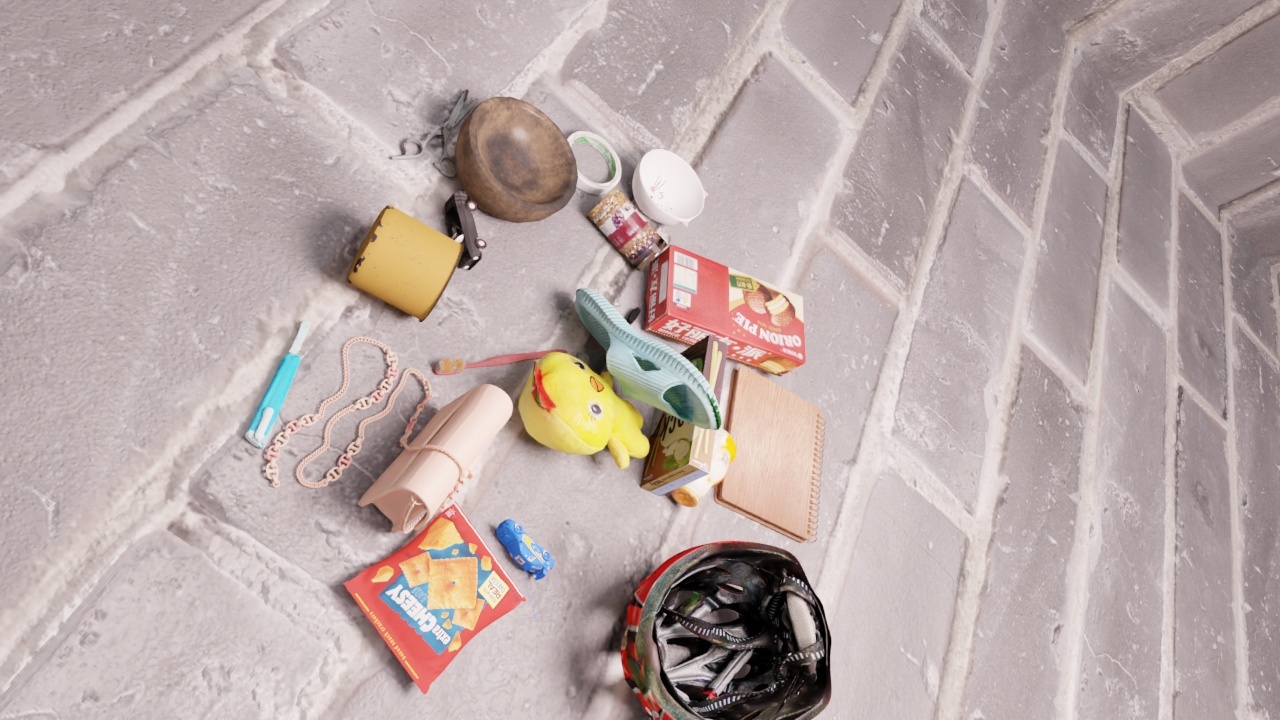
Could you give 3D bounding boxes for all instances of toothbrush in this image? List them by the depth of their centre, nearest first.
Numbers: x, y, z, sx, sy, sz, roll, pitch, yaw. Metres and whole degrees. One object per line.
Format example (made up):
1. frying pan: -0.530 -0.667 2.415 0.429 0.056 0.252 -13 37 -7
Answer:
1. toothbrush: -0.160 -0.002 1.088 0.184 0.016 0.015 -8 67 -41
2. toothbrush: -0.039 -0.014 1.187 0.013 0.013 0.166 42 52 -13

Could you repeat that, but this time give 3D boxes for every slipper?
1. slipper: -0.006 0.006 1.091 0.069 0.116 0.276 -41 53 -11

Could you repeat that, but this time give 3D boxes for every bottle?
1. bottle: 0.078 0.136 1.167 0.063 0.063 0.108 43 52 -12
2. bottle: -0.018 -0.180 1.255 0.105 0.056 0.056 47 48 -8

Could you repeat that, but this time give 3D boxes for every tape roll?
1. tape roll: -0.070 -0.278 1.291 0.093 0.018 0.093 17 58 -30

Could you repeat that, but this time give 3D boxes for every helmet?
1. helmet: 0.088 0.314 1.013 0.271 0.167 0.217 3 66 -36

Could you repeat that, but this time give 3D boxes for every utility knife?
1. utility knife: -0.359 0.020 0.925 0.022 0.015 0.148 35 52 -30

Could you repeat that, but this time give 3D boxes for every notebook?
1. notebook: 0.187 0.131 1.278 0.169 0.022 0.210 27 54 -22

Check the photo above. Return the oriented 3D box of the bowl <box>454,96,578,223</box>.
1. bowl: -0.164 -0.246 1.162 0.162 0.070 0.162 19 58 -34

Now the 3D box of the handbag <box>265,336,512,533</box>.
1. handbag: -0.248 0.067 0.917 0.187 0.117 0.198 44 49 -11

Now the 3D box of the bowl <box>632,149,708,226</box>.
1. bowl: 0.032 -0.243 1.328 0.114 0.051 0.114 17 59 -30

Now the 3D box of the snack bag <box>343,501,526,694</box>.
1. snack bag: -0.202 0.234 0.921 0.143 0.039 0.131 -37 93 -41

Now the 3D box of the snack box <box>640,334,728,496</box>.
1. snack box: 0.056 0.069 1.156 0.031 0.101 0.185 28 54 -23

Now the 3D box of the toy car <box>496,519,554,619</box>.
1. toy car: -0.129 0.223 0.983 0.092 0.033 0.061 46 42 -9

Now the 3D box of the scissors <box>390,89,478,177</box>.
1. scissors: -0.257 -0.295 1.161 0.120 0.014 0.159 11 64 -33

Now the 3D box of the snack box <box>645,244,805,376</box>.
1. snack box: 0.123 -0.066 1.283 0.236 0.060 0.113 18 59 -26

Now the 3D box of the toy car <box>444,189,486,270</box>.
1. toy car: -0.216 -0.157 1.104 0.037 0.040 0.092 -6 74 -38

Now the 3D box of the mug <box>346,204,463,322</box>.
1. mug: -0.263 -0.112 1.019 0.094 0.100 0.123 29 13 -20

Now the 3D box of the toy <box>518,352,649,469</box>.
1. toy: -0.064 0.062 1.081 0.207 0.092 0.133 19 40 -39
